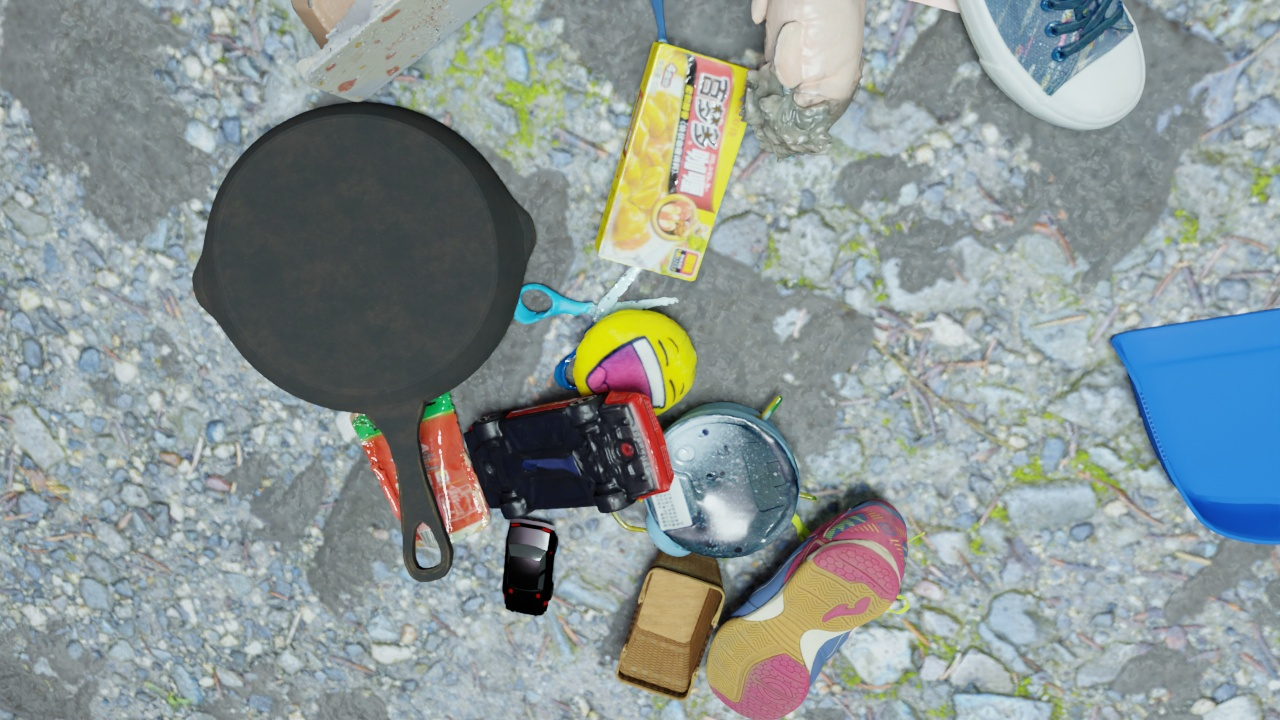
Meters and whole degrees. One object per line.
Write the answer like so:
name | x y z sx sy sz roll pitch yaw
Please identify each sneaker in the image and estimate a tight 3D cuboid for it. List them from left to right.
sneaker | 0.135 0.201 0.725 0.116 0.090 0.242 33 128 3
sneaker | 0.237 -0.236 0.546 0.087 0.079 0.235 -40 107 1

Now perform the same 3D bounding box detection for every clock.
clock | 0.046 0.092 0.705 0.162 0.060 0.118 -15 104 13

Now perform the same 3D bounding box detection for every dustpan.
dustpan | 0.476 0.092 0.643 0.246 0.059 0.258 -9 107 11

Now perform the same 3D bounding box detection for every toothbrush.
toothbrush | 0.009 -0.263 0.620 0.021 0.016 0.132 -2 108 17

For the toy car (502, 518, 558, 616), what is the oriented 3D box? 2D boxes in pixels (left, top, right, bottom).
toy car | -0.094 0.176 0.764 0.042 0.036 0.092 9 109 6

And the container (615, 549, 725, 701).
container | 0.026 0.206 0.741 0.063 0.061 0.114 17 112 2

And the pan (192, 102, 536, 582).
pan | -0.186 -0.011 0.658 0.248 0.043 0.356 -11 94 -7

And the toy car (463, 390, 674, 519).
toy car | -0.060 0.071 0.690 0.190 0.056 0.081 -13 97 39

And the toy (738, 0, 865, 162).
toy | 0.102 -0.203 0.561 0.076 0.132 0.176 16 127 12

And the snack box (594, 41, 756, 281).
snack box | 0.024 -0.137 0.643 0.075 0.025 0.152 13 110 -13

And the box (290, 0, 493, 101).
box | -0.140 -0.272 0.612 0.217 0.094 0.107 -30 74 16

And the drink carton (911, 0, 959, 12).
drink carton | 0.184 -0.264 0.588 0.122 0.038 0.069 13 108 -2

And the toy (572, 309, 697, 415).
toy | -0.004 0.004 0.687 0.094 0.041 0.095 -14 122 1

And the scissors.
scissors | -0.029 -0.027 0.705 0.132 0.015 0.110 -10 104 5

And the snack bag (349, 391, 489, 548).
snack bag | -0.182 0.076 0.748 0.087 0.044 0.155 -19 100 9
